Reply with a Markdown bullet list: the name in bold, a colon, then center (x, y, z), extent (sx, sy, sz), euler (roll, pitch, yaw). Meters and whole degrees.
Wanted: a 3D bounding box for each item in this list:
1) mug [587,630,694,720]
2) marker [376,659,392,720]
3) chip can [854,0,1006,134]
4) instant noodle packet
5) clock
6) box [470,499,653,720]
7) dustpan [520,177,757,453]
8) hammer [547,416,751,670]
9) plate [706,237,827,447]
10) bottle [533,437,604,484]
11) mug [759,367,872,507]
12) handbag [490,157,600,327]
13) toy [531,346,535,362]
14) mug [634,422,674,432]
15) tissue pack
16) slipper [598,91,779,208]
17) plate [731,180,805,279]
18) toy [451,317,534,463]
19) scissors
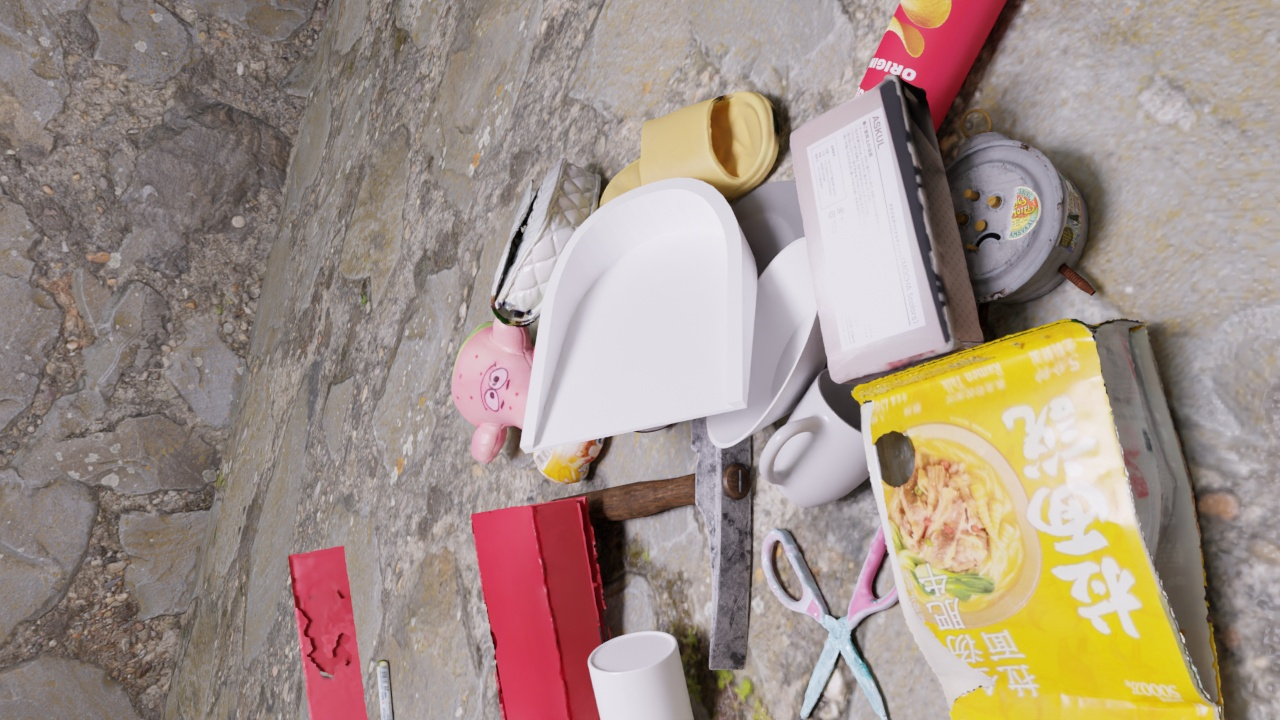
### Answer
- **mug**: center (0.004, 0.275, 0.761), extent (0.110, 0.074, 0.090), euler (-63, -38, -82)
- **marker**: center (-0.348, 0.480, 1.256), extent (0.017, 0.017, 0.146), euler (-50, 42, 33)
- **chip can**: center (0.204, -0.220, 0.657), extent (0.069, 0.069, 0.221), euler (45, 116, 52)
- **instant noodle packet**: center (0.221, 0.102, 0.525), extent (0.163, 0.084, 0.221), euler (-27, 64, 51)
- **clock**: center (0.229, -0.098, 0.592), extent (0.104, 0.056, 0.147), euler (-29, 58, 48)
- **box**: center (-0.059, 0.252, 1.001), extent (0.148, 0.374, 0.213), euler (-13, 81, 18)
- **dustpan**: center (-0.001, -0.054, 0.777), extent (0.192, 0.053, 0.257), euler (-14, 41, 24)
- **hammer**: center (-0.007, 0.169, 0.857), extent (0.301, 0.037, 0.217), euler (-21, 62, 52)
- **plate**: center (0.108, -0.007, 0.706), extent (0.174, 0.036, 0.173), euler (-61, 14, 26)
- **bottle**: center (-0.066, 0.074, 0.950), extent (0.109, 0.063, 0.063), euler (-61, 37, 22)
- **mug**: center (0.122, 0.062, 0.647), extent (0.071, 0.107, 0.090), euler (55, 133, 32)
- **handbag**: center (-0.110, -0.139, 1.026), extent (0.139, 0.072, 0.194), euler (-52, 18, 30)
- **toy**: center (-0.078, -0.008, 0.914), extent (0.092, 0.045, 0.135), euler (-32, 48, 49)
- **mug**: center (-0.005, 0.005, 0.852), extent (0.073, 0.106, 0.082), euler (-30, 47, 5)
- **tissue pack**: center (0.158, -0.080, 0.603), extent (0.104, 0.071, 0.181), euler (-23, 74, 47)
- **slipper**: center (0.026, -0.190, 0.898), extent (0.264, 0.078, 0.099), euler (-22, 60, 52)
- **plate**: center (0.101, -0.072, 0.805), extent (0.179, 0.012, 0.178), euler (-24, 59, 49)
- **toy**: center (-0.155, 0.033, 1.071), extent (0.237, 0.096, 0.192), euler (29, 112, 48)
- **scissors**: center (0.138, 0.176, 0.667), extent (0.175, 0.013, 0.171), euler (34, 110, 52)
